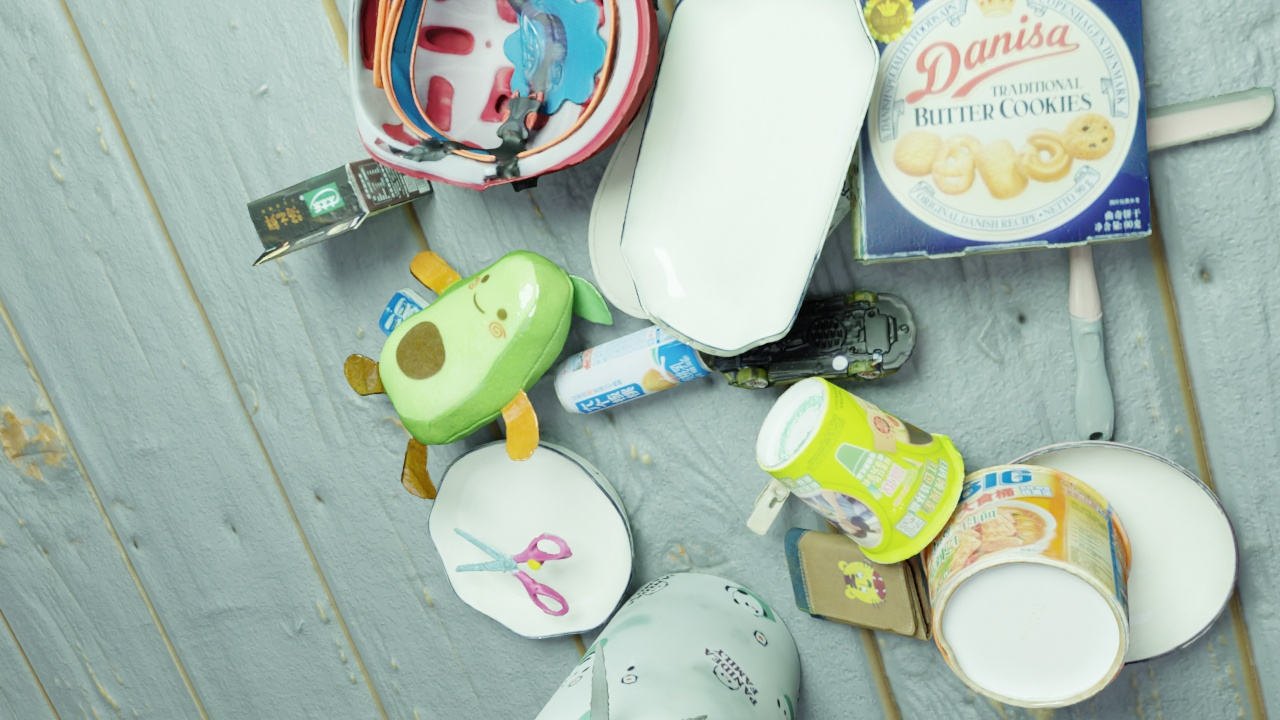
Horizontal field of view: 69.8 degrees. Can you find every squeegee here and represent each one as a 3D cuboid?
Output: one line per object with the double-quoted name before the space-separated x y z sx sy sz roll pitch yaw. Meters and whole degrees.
"squeegee" 0.317 -0.044 0.656 0.248 0.040 0.250 -8 106 20

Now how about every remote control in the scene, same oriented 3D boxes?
"remote control" -0.181 -0.013 0.844 0.125 0.024 0.049 40 116 3

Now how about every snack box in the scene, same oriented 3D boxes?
"snack box" -0.256 -0.131 0.772 0.113 0.125 0.053 -15 103 23
"snack box" 0.228 -0.161 0.602 0.178 0.045 0.182 -5 95 6

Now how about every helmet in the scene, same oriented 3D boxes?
"helmet" -0.083 -0.230 0.668 0.240 0.143 0.207 10 107 19

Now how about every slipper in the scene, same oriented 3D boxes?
"slipper" 0.037 -0.158 0.703 0.114 0.054 0.275 25 117 9

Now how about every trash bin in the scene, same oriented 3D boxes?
"trash bin" 0.023 0.320 0.762 0.230 0.251 0.230 6 109 16

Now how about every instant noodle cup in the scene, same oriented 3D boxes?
"instant noodle cup" 0.157 0.075 0.690 0.123 0.111 0.112 32 117 -17
"instant noodle cup" 0.275 0.165 0.655 0.151 0.111 0.151 7 111 18

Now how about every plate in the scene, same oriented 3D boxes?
"plate" 0.346 0.145 0.708 0.193 0.039 0.193 7 111 18
"plate" 0.072 -0.133 0.628 0.162 0.034 0.266 28 117 31
"plate" -0.100 0.164 0.865 0.205 0.045 0.205 6 110 16

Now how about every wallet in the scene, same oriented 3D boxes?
"wallet" 0.179 0.185 0.759 0.115 0.033 0.090 -2 111 46

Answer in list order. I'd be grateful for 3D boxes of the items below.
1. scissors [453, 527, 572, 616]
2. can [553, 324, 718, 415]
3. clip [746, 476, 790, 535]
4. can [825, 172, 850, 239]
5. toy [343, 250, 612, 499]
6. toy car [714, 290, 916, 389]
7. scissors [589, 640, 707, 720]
"scissors" -0.115 0.196 0.850 0.134 0.017 0.118 -12 108 26
"can" -0.005 0.005 0.773 0.135 0.053 0.053 -19 101 23
"clip" 0.124 0.097 0.770 0.034 0.070 0.100 29 108 6
"can" 0.117 -0.110 0.680 0.058 0.058 0.147 38 108 3
"toy" -0.147 -0.004 0.773 0.247 0.090 0.227 -40 68 17
"toy car" 0.134 -0.014 0.718 0.158 0.042 0.070 -4 71 21
"scissors" -0.031 0.266 0.618 0.159 0.014 0.178 2 105 17
